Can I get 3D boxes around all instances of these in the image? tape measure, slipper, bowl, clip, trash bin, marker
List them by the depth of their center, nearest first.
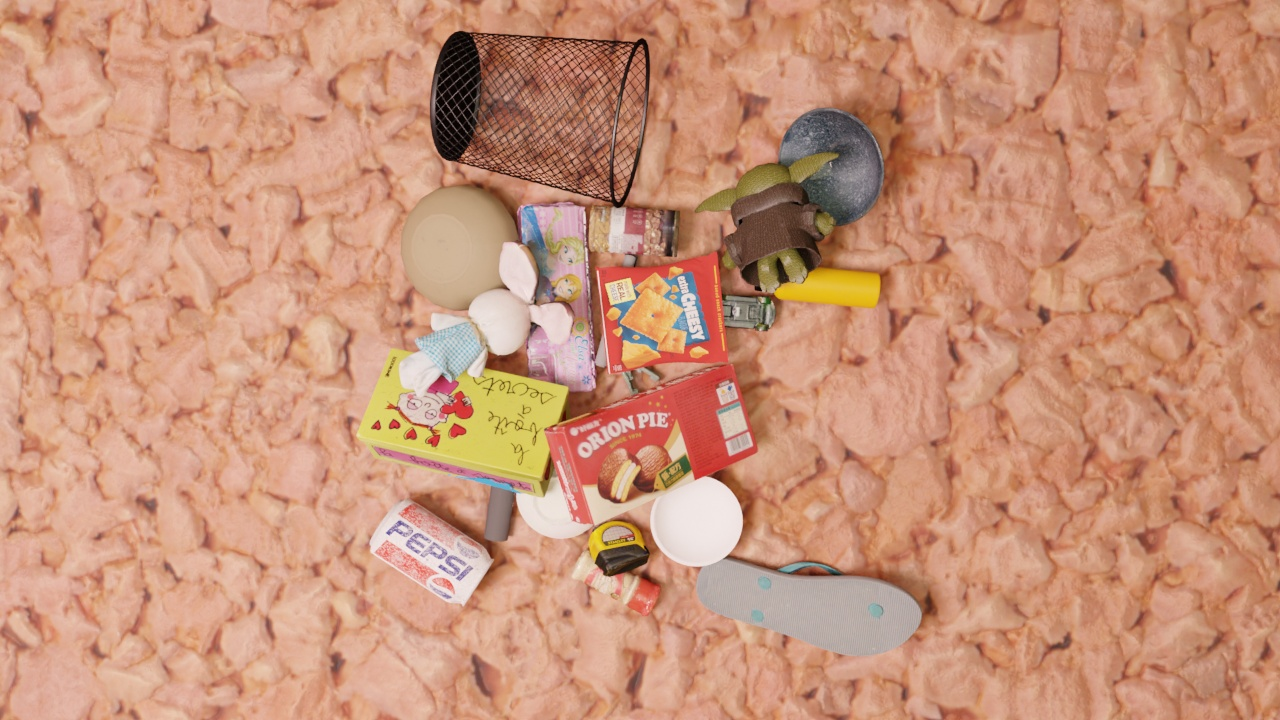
[{"bbox_3d":[-0.112,-0.281,1.036,0.210,0.184,0.184,11,94,7],"label":"trash bin"},{"bbox_3d":[0.234,-0.230,1.071,0.137,0.057,0.137,22,126,34],"label":"bowl"},{"bbox_3d":[-0.222,-0.132,1.084,0.152,0.050,0.152,3,98,19],"label":"bowl"},{"bbox_3d":[-0.030,-0.060,1.107,0.016,0.016,0.140,15,83,1],"label":"marker"},{"bbox_3d":[-0.097,0.164,1.113,0.113,0.063,0.113,0,94,2],"label":"bowl"},{"bbox_3d":[-0.029,0.227,1.116,0.065,0.037,0.064,-13,50,-30],"label":"tape measure"},{"bbox_3d":[0.068,0.192,1.119,0.110,0.040,0.110,0,93,2],"label":"bowl"},{"bbox_3d":[-0.015,0.007,1.121,0.059,0.023,0.076,-39,93,2],"label":"clip"},{"bbox_3d":[0.202,0.297,1.123,0.269,0.054,0.098,6,96,13],"label":"slipper"}]

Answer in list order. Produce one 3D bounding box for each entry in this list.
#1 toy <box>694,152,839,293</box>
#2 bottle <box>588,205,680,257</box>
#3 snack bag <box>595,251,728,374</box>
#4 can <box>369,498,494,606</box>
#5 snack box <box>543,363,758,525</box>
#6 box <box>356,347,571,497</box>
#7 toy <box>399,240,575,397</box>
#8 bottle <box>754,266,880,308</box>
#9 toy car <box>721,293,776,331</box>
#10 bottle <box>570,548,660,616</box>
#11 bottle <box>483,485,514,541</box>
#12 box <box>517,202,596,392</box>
[{"bbox_3d":[0.154,-0.155,1.058,0.180,0.078,0.152,-18,64,27],"label":"toy"},{"bbox_3d":[-0.007,-0.154,1.094,0.105,0.056,0.056,4,93,2],"label":"bottle"},{"bbox_3d":[0.026,-0.055,1.088,0.144,0.039,0.131,-6,92,3],"label":"snack bag"},{"bbox_3d":[-0.253,0.233,1.115,0.136,0.078,0.078,33,94,0],"label":"can"},{"bbox_3d":[0.016,0.092,1.049,0.235,0.060,0.113,-20,96,-29],"label":"snack box"},{"bbox_3d":[-0.199,0.073,1.071,0.221,0.081,0.124,13,63,9],"label":"box"},{"bbox_3d":[-0.181,-0.025,1.047,0.205,0.106,0.131,-37,86,-7],"label":"toy"},{"bbox_3d":[0.209,-0.090,1.096,0.143,0.043,0.043,6,93,2],"label":"bottle"},{"bbox_3d":[0.118,-0.058,1.105,0.091,0.036,0.042,4,93,3],"label":"toy car"},{"bbox_3d":[-0.030,0.272,1.127,0.109,0.044,0.044,27,94,2],"label":"bottle"},{"bbox_3d":[-0.170,0.164,1.132,0.030,0.030,0.113,9,94,1],"label":"bottle"},{"bbox_3d":[-0.101,-0.074,1.103,0.084,0.053,0.230,-3,93,3],"label":"box"}]
